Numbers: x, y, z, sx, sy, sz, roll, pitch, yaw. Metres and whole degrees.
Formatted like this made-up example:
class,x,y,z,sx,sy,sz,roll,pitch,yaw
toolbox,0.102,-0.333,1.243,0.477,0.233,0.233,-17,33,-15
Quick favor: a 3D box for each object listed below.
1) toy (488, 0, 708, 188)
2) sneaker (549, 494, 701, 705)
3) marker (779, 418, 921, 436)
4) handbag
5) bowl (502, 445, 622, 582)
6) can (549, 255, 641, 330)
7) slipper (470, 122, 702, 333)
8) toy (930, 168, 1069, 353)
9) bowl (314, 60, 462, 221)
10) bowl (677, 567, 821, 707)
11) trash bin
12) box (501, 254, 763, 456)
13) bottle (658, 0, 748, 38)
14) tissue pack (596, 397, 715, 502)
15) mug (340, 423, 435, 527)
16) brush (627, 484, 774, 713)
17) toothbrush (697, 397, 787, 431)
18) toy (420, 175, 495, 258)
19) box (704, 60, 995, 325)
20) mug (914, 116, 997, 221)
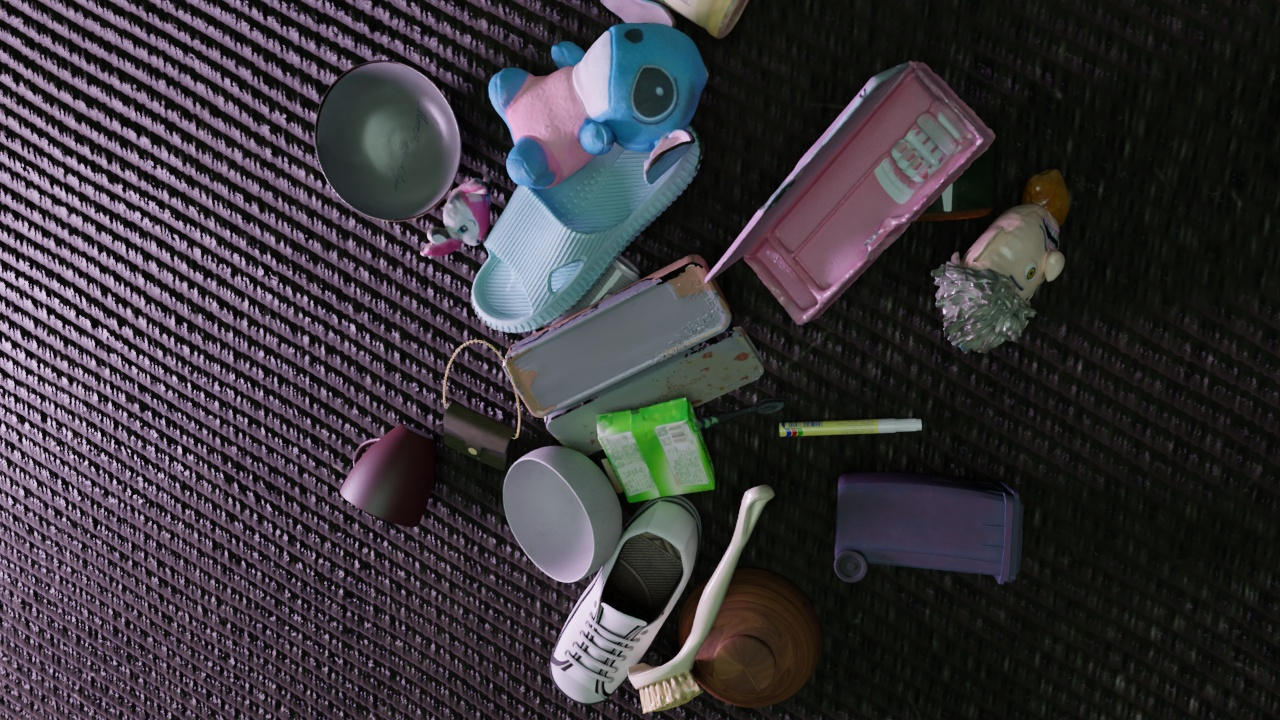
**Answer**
class,x,y,z,sx,sy,sz,roll,pitch,yaw
toy,-0.034,-0.216,0.794,0.192,0.099,0.223,-19,58,13
sneaker,-0.017,0.254,0.918,0.091,0.097,0.246,33,105,4
marker,0.200,0.064,0.880,0.132,0.014,0.014,-3,100,12
handbag,-0.154,0.042,0.888,0.084,0.027,0.178,24,141,6
bowl,-0.070,0.146,0.911,0.132,0.064,0.132,20,120,38
can,-0.046,-0.053,0.891,0.044,0.044,0.107,40,106,2
slipper,-0.061,-0.130,0.851,0.276,0.069,0.116,-40,62,13
toy,0.321,-0.082,0.785,0.076,0.132,0.176,31,90,36
bowl,-0.235,-0.211,0.891,0.151,0.056,0.151,2,102,11
bowl,0.106,0.289,0.915,0.147,0.068,0.147,2,101,11
trash bin,0.262,0.155,0.846,0.161,0.093,0.092,3,92,12
box,-0.005,0.005,0.872,0.217,0.063,0.157,-25,129,13
bottle,0.019,-0.351,0.813,0.162,0.056,0.057,33,105,4
tissue pack,0.015,0.091,0.892,0.100,0.034,0.114,-11,130,13
mug,-0.260,0.109,0.957,0.114,0.087,0.088,24,86,37
brush,0.062,0.229,0.863,0.077,0.061,0.273,35,114,26
toothbrush,0.053,0.065,0.902,0.188,0.017,0.014,-16,97,9
toy,-0.169,-0.131,0.889,0.050,0.065,0.102,41,104,2
box,0.158,-0.126,0.752,0.099,0.114,0.233,53,131,14
mug,0.247,-0.163,0.790,0.111,0.084,0.081,-2,102,13
